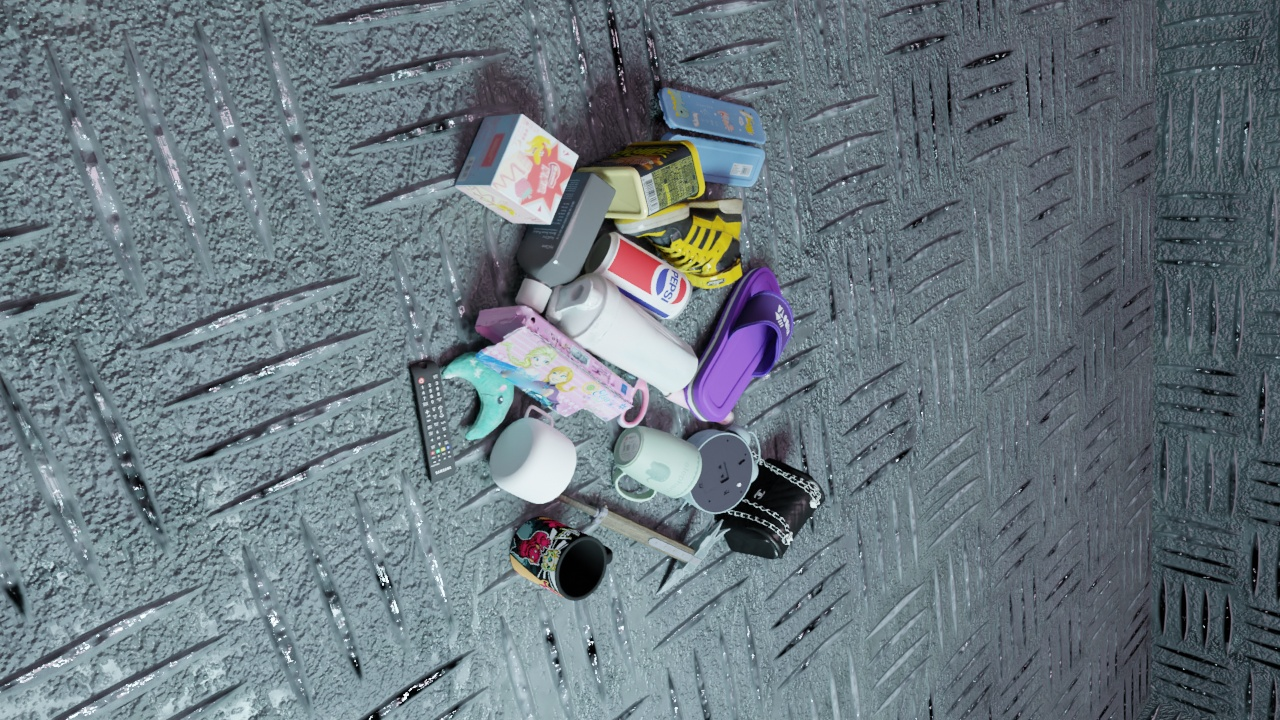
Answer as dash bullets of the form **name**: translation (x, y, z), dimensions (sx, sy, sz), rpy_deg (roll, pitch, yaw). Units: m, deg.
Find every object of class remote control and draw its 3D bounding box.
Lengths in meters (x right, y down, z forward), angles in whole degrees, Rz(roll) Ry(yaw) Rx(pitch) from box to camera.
- **remote control**: translation (-0.241, 0.073, 1.065), dimensions (0.033, 0.015, 0.147), rpy_deg (-19, 110, -39)

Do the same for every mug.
- **mug**: translation (0.011, 0.148, 1.278), dimensions (0.104, 0.084, 0.111), rpy_deg (27, 108, -34)
- **mug**: translation (-0.091, 0.251, 1.180), dimensions (0.117, 0.098, 0.082), rpy_deg (1, 97, -43)
- **mug**: translation (-0.131, 0.112, 1.126), dimensions (0.068, 0.094, 0.115), rpy_deg (35, 51, -39)

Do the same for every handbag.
- **handbag**: translation (0.201, 0.220, 1.427), dimensions (0.153, 0.125, 0.115), rpy_deg (-44, 124, -28)

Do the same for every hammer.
- **hammer**: translation (-0.023, 0.234, 1.277), dimensions (0.316, 0.028, 0.147), rpy_deg (32, 100, -37)

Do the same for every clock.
- **clock**: translation (0.119, 0.160, 1.381), dimensions (0.159, 0.045, 0.122), rpy_deg (-26, 111, -28)

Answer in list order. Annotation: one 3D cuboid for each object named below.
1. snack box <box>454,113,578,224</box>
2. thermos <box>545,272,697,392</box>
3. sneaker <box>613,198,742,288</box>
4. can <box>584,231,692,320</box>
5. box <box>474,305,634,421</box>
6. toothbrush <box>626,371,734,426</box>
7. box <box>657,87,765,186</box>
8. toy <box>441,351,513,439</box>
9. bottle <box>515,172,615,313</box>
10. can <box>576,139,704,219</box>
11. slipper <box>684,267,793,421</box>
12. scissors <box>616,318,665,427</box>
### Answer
- **snack box**: translation (-0.142, -0.219, 1.059), dimensions (0.094, 0.080, 0.093), rpy_deg (30, 77, -42)
- **thermos**: translation (-0.023, -0.031, 1.174), dimensions (0.220, 0.099, 0.099), rpy_deg (33, 75, -40)
- **sneaker**: translation (0.058, -0.155, 1.249), dimensions (0.237, 0.086, 0.122), rpy_deg (-16, 104, -44)
- **can**: translation (-0.002, -0.108, 1.196), dimensions (0.132, 0.070, 0.070), rpy_deg (28, 78, -27)
- **box**: translation (-0.103, 0.017, 1.118), dimensions (0.230, 0.085, 0.070), rpy_deg (40, 58, -45)
- **toothbrush**: translation (0.060, 0.052, 1.334), dimensions (0.222, 0.027, 0.027), rpy_deg (26, 61, -41)
- **box**: translation (0.103, -0.312, 1.295), dimensions (0.209, 0.043, 0.125), rpy_deg (-4, 101, -44)
- **toy**: translation (-0.188, 0.037, 1.097), dimensions (0.084, 0.033, 0.105), rpy_deg (-32, 116, -34)
- **bottle**: translation (-0.102, -0.141, 1.110), dimensions (0.046, 0.084, 0.173), rpy_deg (31, 78, -42)
- **can**: translation (-0.003, -0.226, 1.154), dimensions (0.100, 0.131, 0.072), rpy_deg (-30, 117, -33)
- **slipper**: translation (0.168, -0.023, 1.358), dimensions (0.107, 0.084, 0.265), rpy_deg (51, 58, -32)
- **scissors**: translation (-0.010, 0.002, 1.248), dimensions (0.177, 0.013, 0.170), rpy_deg (38, 65, -28)
